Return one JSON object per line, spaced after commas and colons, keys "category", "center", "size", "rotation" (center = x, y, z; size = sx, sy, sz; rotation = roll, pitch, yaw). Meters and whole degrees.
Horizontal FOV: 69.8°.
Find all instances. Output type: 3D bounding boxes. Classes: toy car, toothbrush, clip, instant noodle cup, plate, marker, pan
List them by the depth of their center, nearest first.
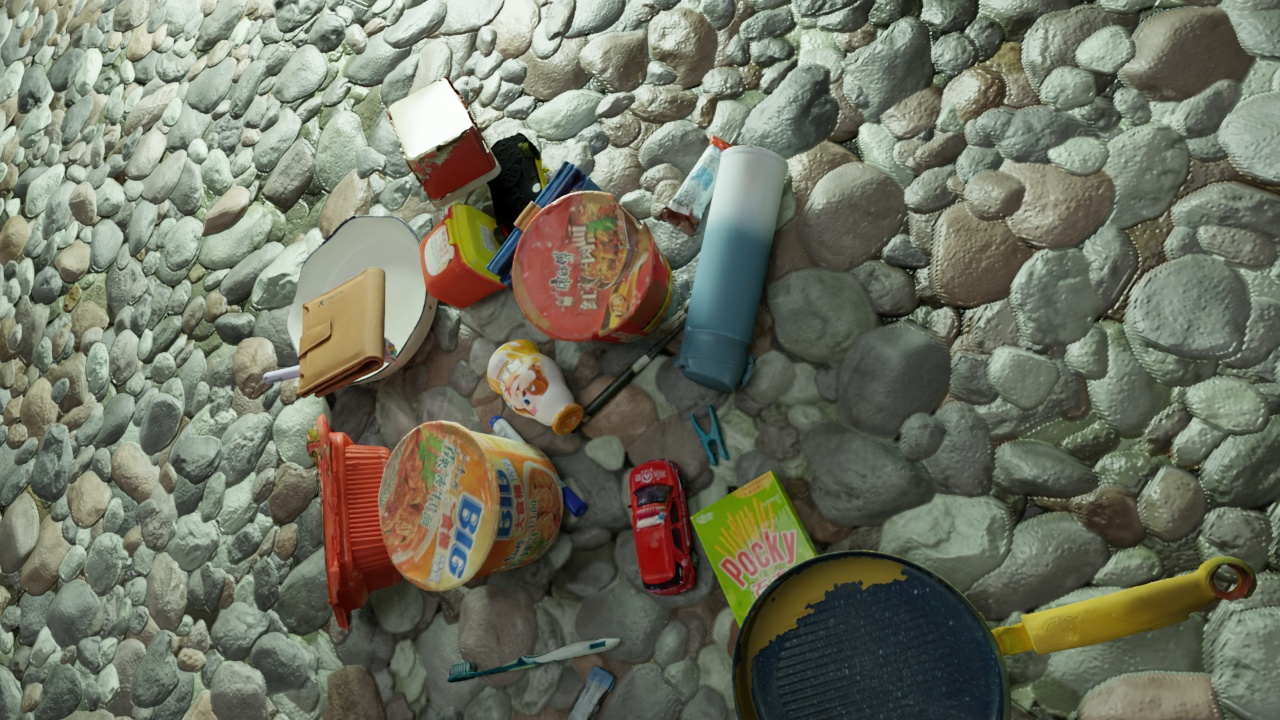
{"category": "pan", "center": [0.231, 0.206, 0.643], "size": [0.358, 0.078, 0.197], "rotation": [-25, 77, 16]}
{"category": "clip", "center": [-0.045, 0.299, 0.811], "size": [0.024, 0.028, 0.056], "rotation": [23, 76, 30]}
{"category": "toy car", "center": [0.018, 0.145, 0.812], "size": [0.053, 0.045, 0.120], "rotation": [-17, 65, 21]}
{"category": "clip", "center": [0.063, 0.068, 0.829], "size": [0.041, 0.014, 0.056], "rotation": [-27, 62, 19]}
{"category": "toothbrush", "center": [-0.102, 0.276, 0.852], "size": [0.192, 0.016, 0.018], "rotation": [-20, 56, 22]}
{"category": "instant noodle cup", "center": [-0.151, 0.134, 0.853], "size": [0.152, 0.111, 0.151], "rotation": [-5, 80, 34]}
{"category": "instant noodle cup", "center": [-0.037, -0.076, 0.861], "size": [0.138, 0.108, 0.137], "rotation": [-3, 81, 19]}
{"category": "toothbrush", "center": [-0.005, 0.005, 0.882], "size": [0.186, 0.017, 0.012], "rotation": [-43, 63, 10]}
{"category": "marker", "center": [-0.103, 0.102, 0.905], "size": [0.146, 0.017, 0.017], "rotation": [41, 95, 31]}
{"category": "instant noodle cup", "center": [-0.281, 0.161, 0.911], "size": [0.079, 0.165, 0.188], "rotation": [-5, 67, -15]}
{"category": "toy car", "center": [-0.128, -0.179, 0.989], "size": [0.071, 0.041, 0.155], "rotation": [-28, 60, 17]}
{"category": "toothbrush", "center": [-0.346, 0.004, 1.009], "size": [0.189, 0.021, 0.029], "rotation": [-11, 102, 26]}
{"category": "plate", "center": [-0.313, -0.066, 1.051], "size": [0.205, 0.045, 0.204], "rotation": [-9, 70, 25]}

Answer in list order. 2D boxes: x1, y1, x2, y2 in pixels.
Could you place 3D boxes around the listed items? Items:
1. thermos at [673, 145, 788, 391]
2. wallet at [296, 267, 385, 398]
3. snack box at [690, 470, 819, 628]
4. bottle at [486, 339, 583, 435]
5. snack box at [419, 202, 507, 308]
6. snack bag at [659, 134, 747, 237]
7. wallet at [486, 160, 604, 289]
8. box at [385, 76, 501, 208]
{"category": "thermos", "center": [0.085, -0.082, 0.837], "size": [0.070, 0.070, 0.220], "rotation": [6, 79, 29]}
{"category": "wallet", "center": [-0.319, -0.030, 0.981], "size": [0.108, 0.031, 0.131], "rotation": [-24, 50, 16]}
{"category": "snack box", "center": [0.110, 0.180, 0.762], "size": [0.086, 0.026, 0.156], "rotation": [-32, 62, 15]}
{"category": "bottle", "center": [-0.101, 0.028, 0.898], "size": [0.108, 0.063, 0.063], "rotation": [41, 95, 32]}
{"category": "snack box", "center": [-0.190, -0.109, 0.980], "size": [0.080, 0.082, 0.091], "rotation": [-32, 55, 25]}
{"category": "snack bag", "center": [0.061, -0.174, 0.897], "size": [0.045, 0.026, 0.105], "rotation": [35, 93, 22]}
{"category": "wallet", "center": [-0.087, -0.125, 0.914], "size": [0.040, 0.106, 0.133], "rotation": [39, 95, 20]}
{"category": "box", "center": [-0.223, -0.247, 1.001], "size": [0.091, 0.079, 0.168], "rotation": [-30, 41, -2]}
